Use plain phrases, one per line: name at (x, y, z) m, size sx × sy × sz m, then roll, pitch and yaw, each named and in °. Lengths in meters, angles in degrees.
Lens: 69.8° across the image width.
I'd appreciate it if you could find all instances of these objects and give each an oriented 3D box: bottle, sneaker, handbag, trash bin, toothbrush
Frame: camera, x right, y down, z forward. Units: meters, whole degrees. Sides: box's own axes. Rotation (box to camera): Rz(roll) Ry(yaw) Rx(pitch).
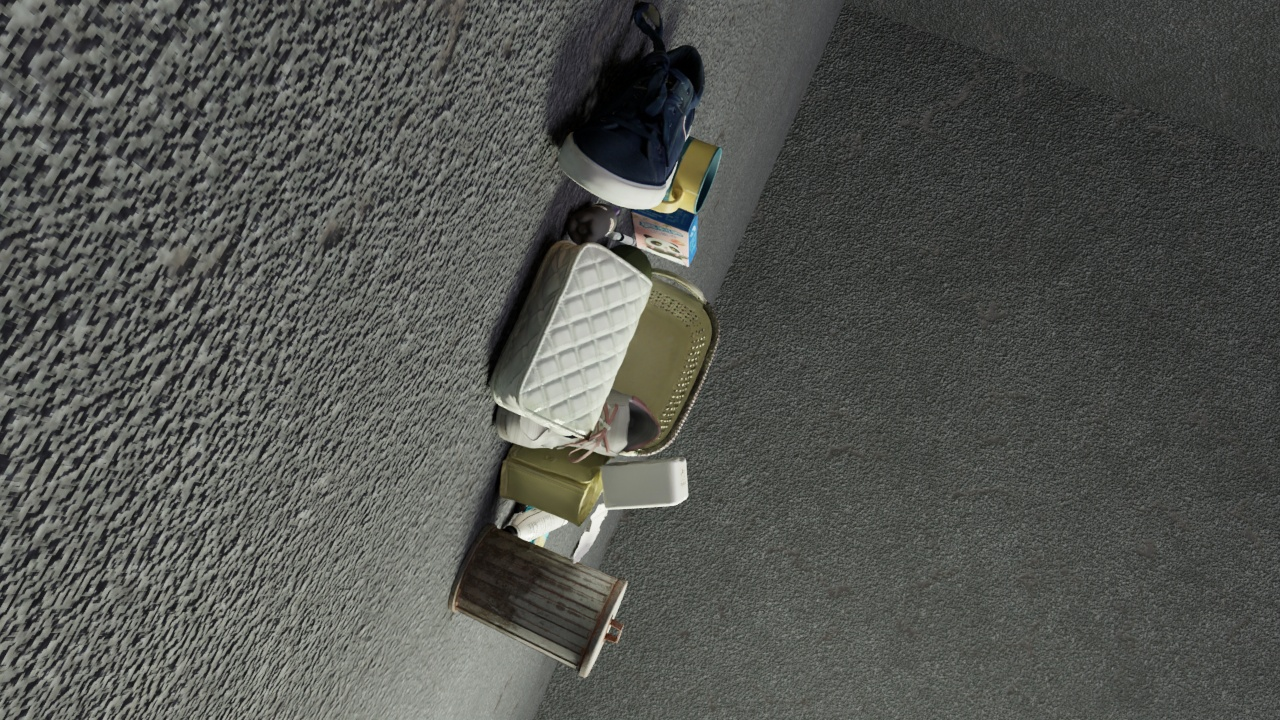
bottle at (-0.049, -0.152, 1.011) m, size 0.109 × 0.036 × 0.036 m, roll -50°, pitch 161°, yaw -67°
sneaker at (-0.060, 0.069, 1.069) m, size 0.235 × 0.090 × 0.099 m, roll 6°, pitch 94°, yaw -52°
bottle at (-0.153, 0.234, 1.319) m, size 0.115 × 0.041 × 0.041 m, roll -16°, pitch 132°, yaw -52°
handbag at (-0.071, -0.023, 0.963) m, size 0.138 × 0.072 × 0.194 m, roll 30°, pitch 81°, yaw -46°
handbag at (-0.106, 0.138, 1.161) m, size 0.110 × 0.119 × 0.081 m, roll -55°, pitch 160°, yaw -52°
trash bin at (-0.122, 0.307, 1.175) m, size 0.131 × 0.211 × 0.131 m, roll 24°, pitch 88°, yaw -83°
bottle at (-0.043, -0.089, 1.112) m, size 0.206 × 0.071 × 0.071 m, roll -49°, pitch 161°, yaw -68°
toothbrush at (-0.024, -0.164, 1.233) m, size 0.012 × 0.017 × 0.186 m, roll -55°, pitch 175°, yaw 8°
sneaker at (0.007, -0.247, 0.881) m, size 0.128 × 0.120 × 0.293 m, roll -57°, pitch -177°, yaw 36°

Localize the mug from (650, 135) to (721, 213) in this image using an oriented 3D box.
mug at (0.027, -0.221, 1.081) m, size 0.083 × 0.107 × 0.113 m, roll 106°, pitch 9°, yaw -52°

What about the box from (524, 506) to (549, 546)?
box at (-0.151, 0.232, 1.421) m, size 0.094 × 0.039 × 0.226 m, roll 62°, pitch 51°, yaw -80°

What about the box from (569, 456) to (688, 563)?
box at (-0.025, 0.171, 1.137) m, size 0.189 × 0.101 × 0.111 m, roll -26°, pitch 171°, yaw 10°

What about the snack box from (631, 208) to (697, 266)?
snack box at (0.037, -0.186, 1.328) m, size 0.154 × 0.088 × 0.033 m, roll 75°, pitch 38°, yaw -78°

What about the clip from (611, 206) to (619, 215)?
clip at (-0.041, -0.167, 1.121) m, size 0.051 × 0.013 × 0.033 m, roll -55°, pitch 165°, yaw -48°

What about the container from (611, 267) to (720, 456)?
container at (-0.008, 0.007, 1.269) m, size 0.143 × 0.185 × 0.251 m, roll 122°, pitch -7°, yaw -81°

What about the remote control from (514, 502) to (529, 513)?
remote control at (-0.146, 0.152, 1.311) m, size 0.033 × 0.015 × 0.147 m, roll -9°, pitch 121°, yaw -81°
